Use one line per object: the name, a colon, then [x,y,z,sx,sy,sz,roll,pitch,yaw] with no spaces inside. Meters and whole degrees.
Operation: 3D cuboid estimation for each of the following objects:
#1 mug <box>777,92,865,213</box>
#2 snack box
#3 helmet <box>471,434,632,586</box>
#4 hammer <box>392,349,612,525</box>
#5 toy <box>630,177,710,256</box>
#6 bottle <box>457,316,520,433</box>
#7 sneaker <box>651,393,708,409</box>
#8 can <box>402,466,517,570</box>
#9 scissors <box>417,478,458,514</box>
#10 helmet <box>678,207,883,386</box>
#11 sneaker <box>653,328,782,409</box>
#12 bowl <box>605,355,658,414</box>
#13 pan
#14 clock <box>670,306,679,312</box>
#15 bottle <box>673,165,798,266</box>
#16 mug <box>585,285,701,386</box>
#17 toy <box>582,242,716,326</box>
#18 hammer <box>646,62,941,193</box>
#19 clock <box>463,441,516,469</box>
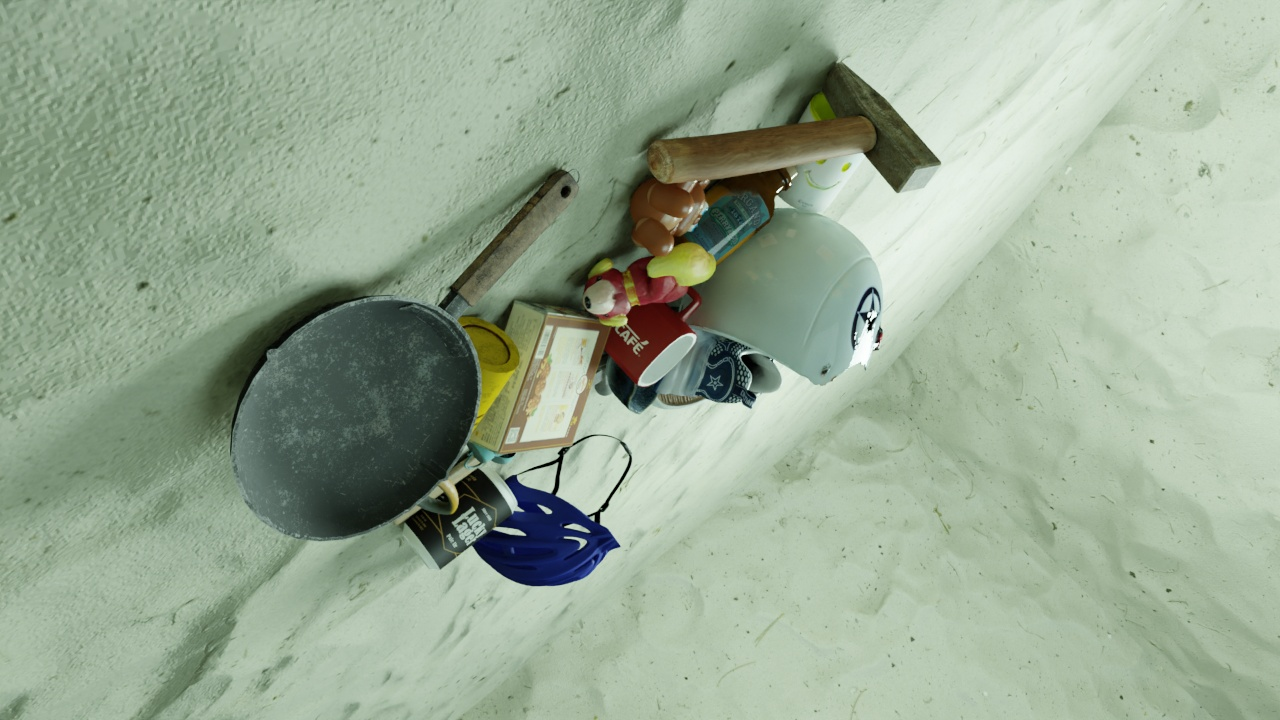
mug: [0.200,-0.228,1.011,0.082,0.082,0.106,-29,160,-39]
snack box: [-0.096,0.018,0.919,0.146,0.041,0.143,2,108,-66]
helmet: [-0.115,0.194,1.231,0.227,0.242,0.148,-56,134,-30]
hammer: [-0.158,0.089,1.099,0.330,0.030,0.119,-34,161,-18]
toy: [0.036,-0.144,0.881,0.095,0.065,0.127,-54,166,26]
bottle: [-0.179,0.043,0.836,0.070,0.071,0.164,-18,151,-55]
sneaker: [0.090,-0.002,1.348,0.293,0.121,0.127,-28,-168,-40]
can: [-0.219,0.191,1.115,0.128,0.072,0.072,-37,163,-20]
scissors: [-0.219,0.078,0.802,0.226,0.166,0.016,116,-14,-50]
helmet: [0.182,-0.097,1.085,0.263,0.237,0.164,-19,131,-56]
sneaker: [0.119,0.004,1.152,0.268,0.132,0.103,-28,138,-68]
bowl: [-0.007,0.006,1.098,0.110,0.055,0.111,-53,154,-40]
pan: [-0.167,-0.018,0.710,0.356,0.040,0.208,-52,141,-11]
clock: [0.028,-0.026,1.186,0.091,0.044,0.123,-38,160,-27]
bottle: [0.101,-0.161,0.976,0.156,0.068,0.068,-40,163,-10]
mug: [0.009,-0.045,1.002,0.116,0.096,0.080,-46,163,10]
toy: [0.009,-0.080,0.918,0.137,0.067,0.105,-20,169,6]
hammer: [0.133,-0.210,0.873,0.300,0.158,0.037,-16,152,-31]
clock: [-0.150,0.073,1.011,0.124,0.053,0.090,-44,163,5]
